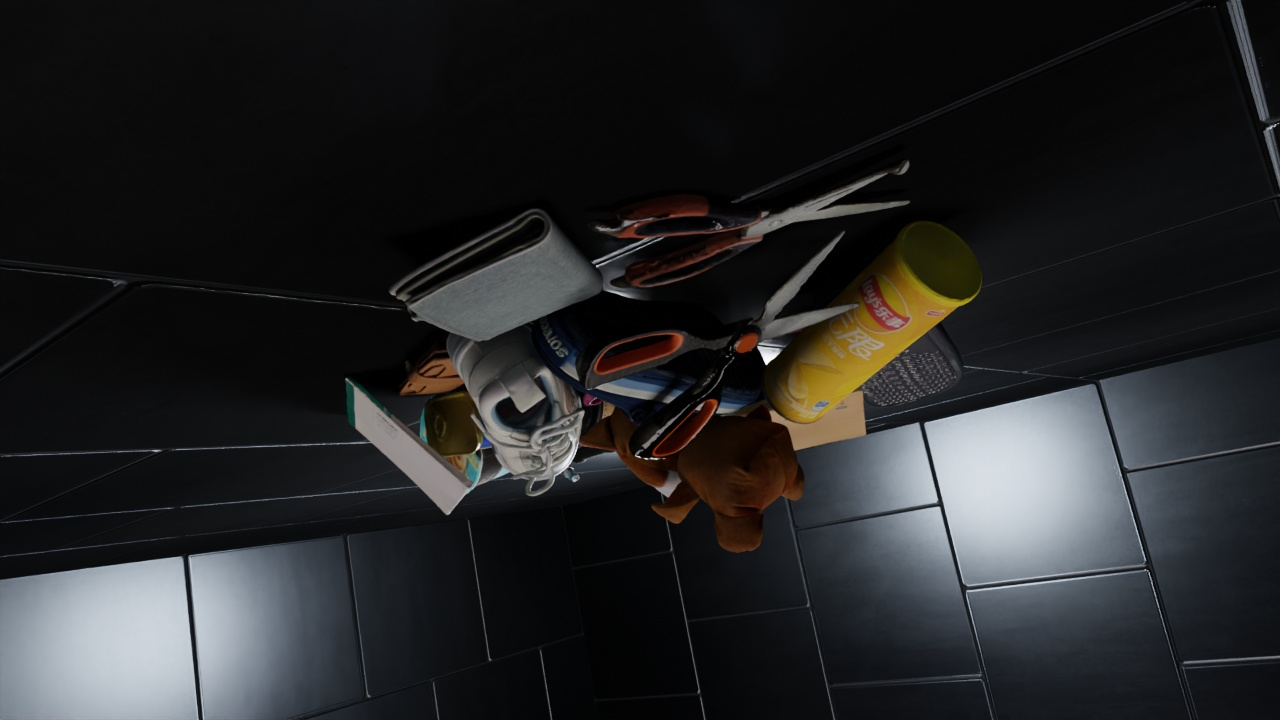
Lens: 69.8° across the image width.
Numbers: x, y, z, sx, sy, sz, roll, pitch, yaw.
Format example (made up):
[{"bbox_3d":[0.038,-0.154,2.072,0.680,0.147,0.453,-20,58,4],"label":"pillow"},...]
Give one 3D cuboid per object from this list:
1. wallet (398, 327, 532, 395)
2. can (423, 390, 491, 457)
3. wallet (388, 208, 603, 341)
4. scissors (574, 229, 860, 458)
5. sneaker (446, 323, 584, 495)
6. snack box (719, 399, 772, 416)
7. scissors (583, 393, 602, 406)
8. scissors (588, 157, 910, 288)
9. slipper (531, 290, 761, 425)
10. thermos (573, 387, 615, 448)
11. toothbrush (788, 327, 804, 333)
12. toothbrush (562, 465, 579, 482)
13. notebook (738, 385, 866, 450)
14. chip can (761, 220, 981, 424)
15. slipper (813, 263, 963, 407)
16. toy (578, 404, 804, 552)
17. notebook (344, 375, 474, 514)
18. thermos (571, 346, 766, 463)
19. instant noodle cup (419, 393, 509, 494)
[{"bbox_3d":[-0.146,0.003,0.797,0.107,0.031,0.132,-7,168,-29],"label":"wallet"},{"bbox_3d":[-0.143,0.056,0.863,0.083,0.057,0.102,-6,176,-38],"label":"can"},{"bbox_3d":[-0.087,-0.050,0.569,0.106,0.037,0.129,-23,169,7],"label":"wallet"},{"bbox_3d":[0.053,-0.006,0.655,0.220,0.021,0.233,-2,134,-33],"label":"scissors"},{"bbox_3d":[-0.081,0.052,0.746,0.089,0.090,0.242,-34,151,-10],"label":"sneaker"},{"bbox_3d":[0.147,0.050,1.096,0.178,0.046,0.182,-22,-176,21],"label":"snack box"},{"bbox_3d":[-0.006,0.006,0.870,0.134,0.017,0.133,-41,164,-14],"label":"scissors"},{"bbox_3d":[0.066,-0.085,0.589,0.222,0.015,0.189,-7,169,-18],"label":"scissors"},{"bbox_3d":[0.005,0.009,0.742,0.095,0.105,0.252,-42,152,26],"label":"slipper"},{"bbox_3d":[-0.065,0.043,0.943,0.093,0.093,0.143,-15,176,19],"label":"thermos"},{"bbox_3d":[0.115,-0.030,0.934,0.188,0.017,0.014,-6,170,-40],"label":"toothbrush"},{"bbox_3d":[-0.092,0.108,1.027,0.016,0.017,0.188,-44,160,-11],"label":"toothbrush"},{"bbox_3d":[0.163,0.071,0.969,0.148,0.008,0.207,-14,161,11],"label":"notebook"},{"bbox_3d":[0.177,-0.023,0.742,0.072,0.072,0.214,-5,155,-27],"label":"chip can"},{"bbox_3d":[0.235,-0.035,0.874,0.111,0.083,0.268,-15,150,22],"label":"slipper"},{"bbox_3d":[0.049,0.084,0.835,0.200,0.131,0.139,26,-138,28],"label":"toy"},{"bbox_3d":[-0.234,0.090,0.910,0.012,0.150,0.209,-48,-178,-22],"label":"notebook"},{"bbox_3d":[0.021,0.040,1.032,0.243,0.089,0.068,-21,151,20],"label":"thermos"},{"bbox_3d":[-0.162,0.081,1.007,0.120,0.111,0.111,-11,173,-46],"label":"instant noodle cup"}]
